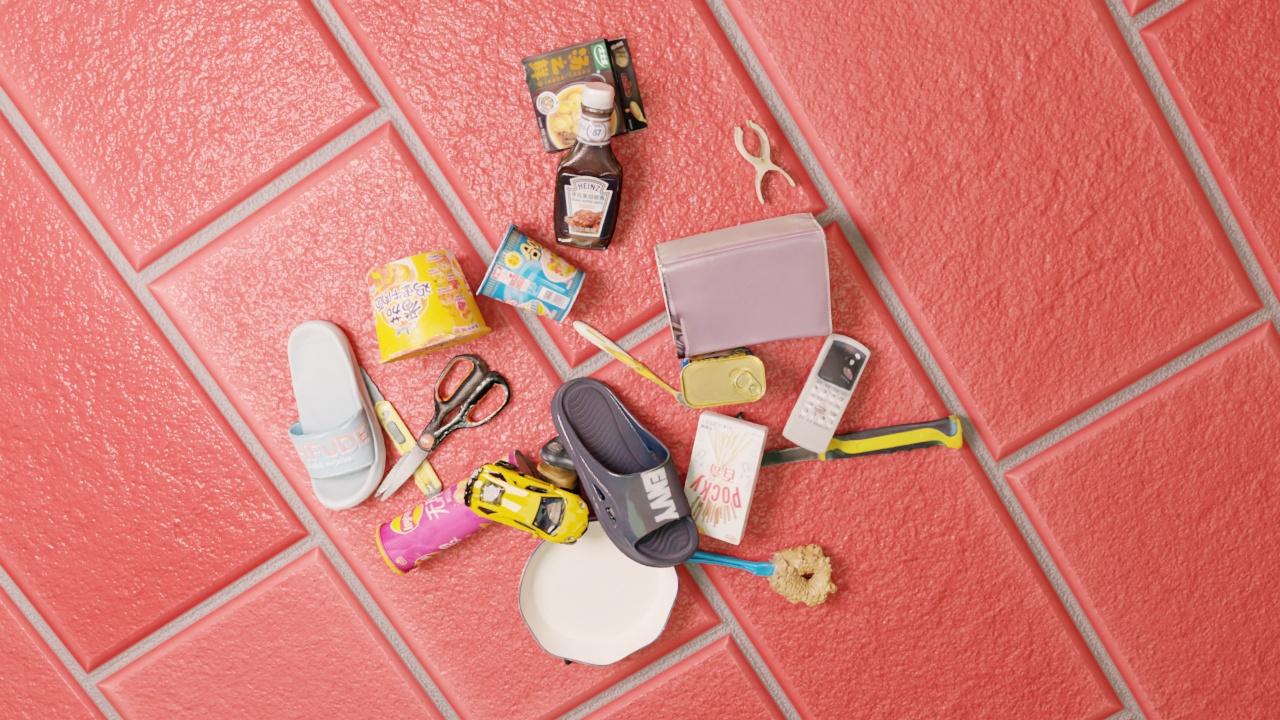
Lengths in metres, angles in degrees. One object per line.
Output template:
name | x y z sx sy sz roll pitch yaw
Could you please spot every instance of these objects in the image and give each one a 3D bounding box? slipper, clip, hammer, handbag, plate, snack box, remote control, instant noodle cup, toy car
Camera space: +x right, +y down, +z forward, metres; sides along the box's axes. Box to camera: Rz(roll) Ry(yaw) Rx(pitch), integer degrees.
slipper | -0.017 0.132 1.121 0.110 0.083 0.268 -28 81 -26
clip | 0.145 -0.244 1.118 0.071 0.034 0.100 -30 107 5
hammer | 0.249 0.110 1.179 0.323 0.032 0.126 -9 101 3
handbag | 0.126 -0.088 1.111 0.197 0.098 0.145 -11 116 2
plate | -0.054 0.290 1.178 0.204 0.045 0.205 -2 105 -9
snack box | -0.066 -0.319 1.100 0.126 0.053 0.113 -13 100 8
remote control | 0.234 0.040 1.150 0.058 0.021 0.150 26 84 2
slipper | -0.391 0.071 1.154 0.104 0.074 0.245 -8 99 10
snack box | 0.103 0.147 1.158 0.085 0.026 0.157 15 106 16
instant noodle cup | -0.261 -0.067 1.107 0.138 0.138 0.110 -16 91 3
instant noodle cup | -0.130 -0.100 1.118 0.110 0.099 0.099 26 99 -11
toy car | -0.136 0.173 1.113 0.156 0.041 0.071 20 92 5

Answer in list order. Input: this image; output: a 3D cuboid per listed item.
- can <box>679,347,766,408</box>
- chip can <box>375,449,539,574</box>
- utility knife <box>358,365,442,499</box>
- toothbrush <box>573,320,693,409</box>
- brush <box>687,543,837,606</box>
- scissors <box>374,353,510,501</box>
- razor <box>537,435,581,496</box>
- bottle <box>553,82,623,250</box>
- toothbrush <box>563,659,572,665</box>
can | 0.099 0.019 1.138 0.102 0.083 0.057 -8 100 2
chip can | -0.232 0.194 1.179 0.210 0.071 0.071 -30 98 6
utility knife | -0.318 0.093 1.194 0.031 0.022 0.210 -30 94 1
toothbrush | -0.007 0.007 1.169 0.191 0.018 0.016 35 97 -5
brush | 0.134 0.269 1.209 0.255 0.045 0.083 8 104 3
scissors | -0.253 0.103 1.180 0.142 0.021 0.235 19 96 -5
razor | -0.093 0.181 1.186 0.068 0.062 0.167 0 107 24
bottle | -0.059 -0.226 1.082 0.080 0.044 0.195 7 122 -2
toothbrush | -0.056 0.314 1.223 0.026 0.027 0.213 21 101 -19
